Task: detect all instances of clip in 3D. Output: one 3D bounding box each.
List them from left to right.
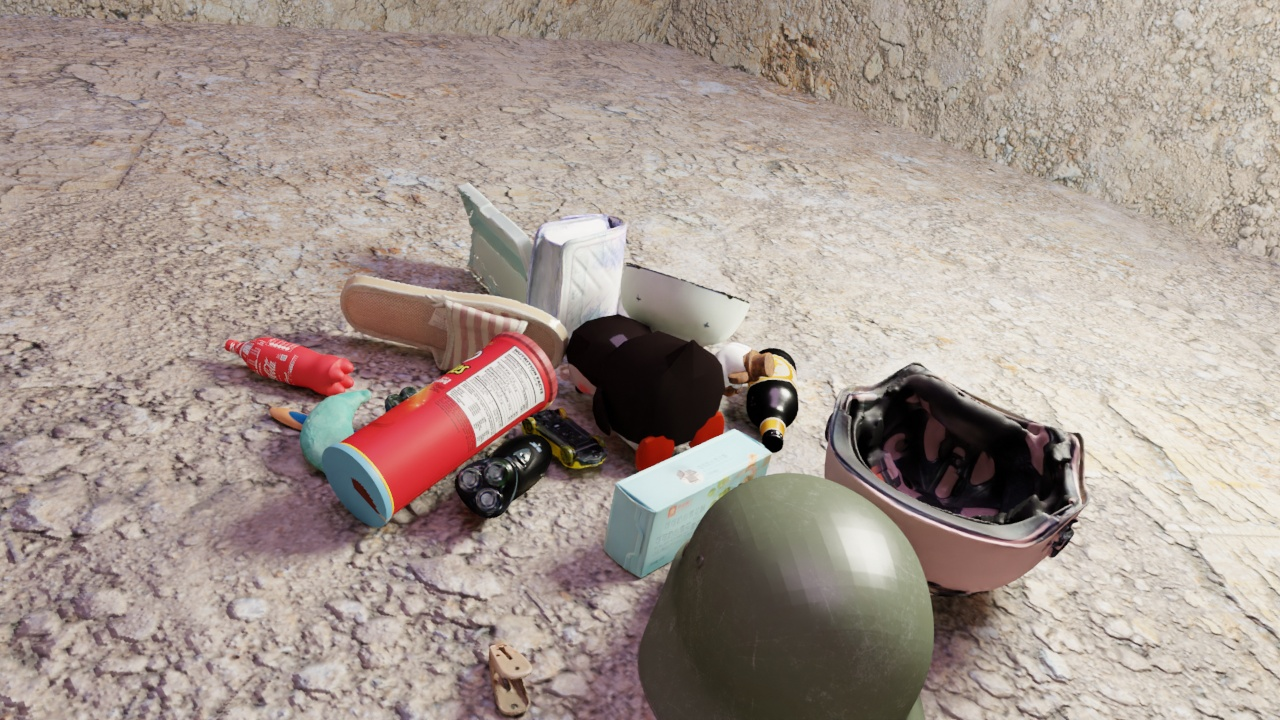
[{"bbox_3d":[-0.095,0.218,0.658,0.026,0.061,0.049,0,57,-21],"label":"clip"}]

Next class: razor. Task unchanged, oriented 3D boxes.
[{"bbox_3d":[-0.118,0.098,0.847,0.053,0.064,0.140,46,27,2],"label":"razor"}]

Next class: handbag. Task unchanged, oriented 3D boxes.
[{"bbox_3d":[-0.077,-0.096,1.131,0.069,0.159,0.126,28,33,34],"label":"handbag"}]

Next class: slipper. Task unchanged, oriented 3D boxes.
[{"bbox_3d":[-0.213,-0.034,1.023,0.263,0.115,0.052,12,47,4],"label":"slipper"}]

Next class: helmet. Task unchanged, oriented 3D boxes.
[{"bbox_3d":[0.122,0.176,0.690,0.227,0.154,0.267,5,28,-11],"label":"helmet"},{"bbox_3d":[0.275,0.122,0.854,0.230,0.153,0.254,25,32,19],"label":"helmet"}]

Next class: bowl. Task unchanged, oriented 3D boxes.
[{"bbox_3d":[0.044,-0.058,1.064,0.153,0.073,0.153,18,5,-2],"label":"bowl"}]

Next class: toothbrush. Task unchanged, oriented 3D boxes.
[{"bbox_3d":[-0.301,0.068,0.894,0.135,0.017,0.021,14,23,10],"label":"toothbrush"}]

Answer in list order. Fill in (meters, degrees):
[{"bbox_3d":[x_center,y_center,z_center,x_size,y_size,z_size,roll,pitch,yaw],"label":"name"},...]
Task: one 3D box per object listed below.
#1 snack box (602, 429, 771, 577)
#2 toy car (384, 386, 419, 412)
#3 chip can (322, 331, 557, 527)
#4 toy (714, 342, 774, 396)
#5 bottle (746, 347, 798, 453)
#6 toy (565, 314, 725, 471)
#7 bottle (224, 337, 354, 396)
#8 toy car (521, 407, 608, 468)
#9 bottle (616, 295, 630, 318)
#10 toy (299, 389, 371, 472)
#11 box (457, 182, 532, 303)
[{"bbox_3d":[0.045,0.127,0.843,0.053,0.075,0.174,30,33,34],"label":"snack box"},{"bbox_3d":[-0.199,0.052,0.927,0.120,0.044,0.056,-7,32,-36],"label":"toy car"},{"bbox_3d":[-0.177,0.057,0.838,0.087,0.087,0.212,26,43,27],"label":"chip can"},{"bbox_3d":[0.098,0.014,1.049,0.113,0.067,0.087,-3,18,32],"label":"toy"},{"bbox_3d":[0.151,0.049,1.048,0.059,0.059,0.181,12,27,2],"label":"bottle"},{"bbox_3d":[-0.006,0.005,0.981,0.158,0.140,0.184,-17,37,-35],"label":"toy"},{"bbox_3d":[-0.369,0.003,0.959,0.141,0.042,0.041,16,28,9],"label":"bottle"},{"bbox_3d":[-0.078,0.081,0.933,0.049,0.030,0.107,-14,34,-42],"label":"toy car"},{"bbox_3d":[0.003,-0.024,1.140,0.052,0.053,0.195,6,28,-11],"label":"bottle"},{"bbox_3d":[-0.272,0.074,0.859,0.084,0.033,0.105,-24,57,-33],"label":"toy"},{"bbox_3d":[-0.184,-0.140,1.199,0.044,0.136,0.197,-19,38,-24],"label":"box"}]
